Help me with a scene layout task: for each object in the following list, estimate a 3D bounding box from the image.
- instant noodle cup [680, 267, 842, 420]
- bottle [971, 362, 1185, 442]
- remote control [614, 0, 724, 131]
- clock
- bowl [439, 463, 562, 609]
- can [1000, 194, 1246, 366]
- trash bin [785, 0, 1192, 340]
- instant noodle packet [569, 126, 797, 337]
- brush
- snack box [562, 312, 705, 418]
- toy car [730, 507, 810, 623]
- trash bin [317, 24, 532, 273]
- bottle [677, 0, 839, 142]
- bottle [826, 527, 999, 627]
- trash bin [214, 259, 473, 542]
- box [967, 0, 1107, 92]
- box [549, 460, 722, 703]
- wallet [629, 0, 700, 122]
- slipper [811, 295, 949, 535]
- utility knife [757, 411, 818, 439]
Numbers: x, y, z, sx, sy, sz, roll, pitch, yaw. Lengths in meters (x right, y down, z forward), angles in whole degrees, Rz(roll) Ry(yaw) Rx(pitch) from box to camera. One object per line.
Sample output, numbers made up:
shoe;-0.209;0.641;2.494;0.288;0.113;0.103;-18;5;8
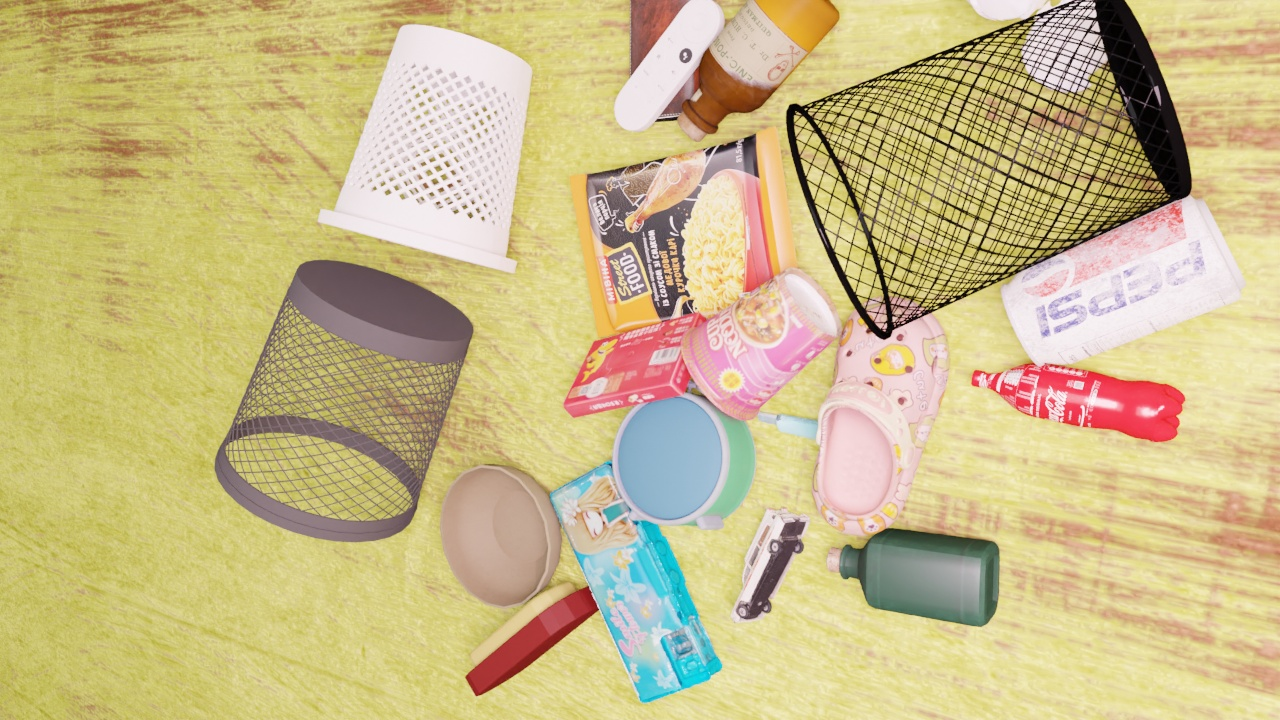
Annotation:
instant noodle cup;0.105;-0.018;0.771;0.109;0.097;0.097;-40;73;31
bottle;0.318;0.026;0.676;0.142;0.041;0.042;12;101;31
remote control;0.025;-0.265;0.827;0.137;0.013;0.043;-48;70;26
clock;0.043;0.071;0.843;0.122;0.075;0.161;2;83;33
bowl;-0.141;0.182;0.979;0.153;0.050;0.152;3;96;32
can;0.332;-0.052;0.638;0.136;0.078;0.078;-27;80;31
trash bin;0.236;-0.136;0.630;0.211;0.183;0.184;-22;83;24
instant noodle packet;0.036;-0.110;0.845;0.221;0.032;0.160;-5;99;33
brush;-0.116;0.285;0.954;0.174;0.082;0.042;-44;72;28
snack box;-0.005;0.005;0.851;0.133;0.089;0.021;-14;129;39
toy car;0.112;0.183;0.828;0.039;0.039;0.113;42;117;45
trash bin;-0.196;-0.208;0.909;0.196;0.195;0.199;17;94;30
bottle;0.091;-0.253;0.779;0.157;0.067;0.068;-45;71;27
bottle;0.216;0.171;0.743;0.131;0.061;0.061;2;94;32
trash bin;-0.308;0.036;0.981;0.218;0.217;0.228;32;107;26
box;0.278;-0.277;0.662;0.084;0.141;0.140;-34;48;27
box;-0.008;0.215;0.903;0.094;0.041;0.226;-32;78;31
wallet;0.023;-0.285;0.847;0.072;0.019;0.123;4;97;32
slipper;0.184;0.043;0.729;0.093;0.081;0.197;12;90;29
utility knife;0.156;0.061;0.799;0.126;0.015;0.022;10;117;32
